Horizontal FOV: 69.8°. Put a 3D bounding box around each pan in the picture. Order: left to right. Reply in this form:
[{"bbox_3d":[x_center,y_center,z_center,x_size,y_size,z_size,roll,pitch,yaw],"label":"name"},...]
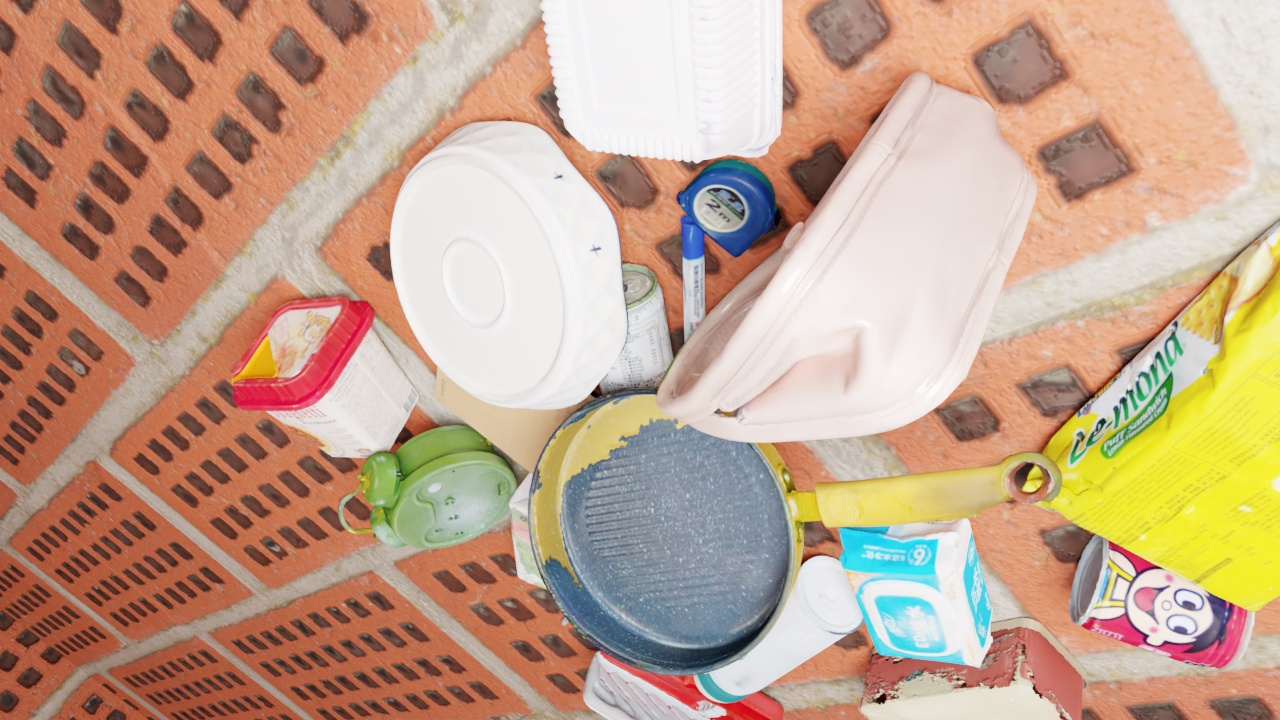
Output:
[{"bbox_3d":[0.076,0.097,0.579,0.358,0.078,0.197,-16,90,27],"label":"pan"}]

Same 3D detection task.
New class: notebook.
[{"bbox_3d":[-0.085,0.046,0.741,0.211,0.012,0.150,36,143,14],"label":"notebook"}]

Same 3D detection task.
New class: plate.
[{"bbox_3d":[-0.100,-0.057,0.630,0.205,0.045,0.205,17,118,34],"label":"plate"}]

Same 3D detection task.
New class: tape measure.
[{"bbox_3d":[0.057,-0.098,0.570,0.058,0.025,0.055,38,135,-13],"label":"tape measure"}]

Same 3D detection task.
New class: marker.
[{"bbox_3d":[0.038,-0.038,0.643,0.017,0.016,0.146,13,134,19],"label":"marker"}]

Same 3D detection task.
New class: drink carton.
[{"bbox_3d":[-0.091,0.162,0.875,0.045,0.053,0.123,17,136,15],"label":"drink carton"}]

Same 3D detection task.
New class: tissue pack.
[{"bbox_3d":[0.213,0.176,0.706,0.090,0.063,0.140,-3,127,32],"label":"tissue pack"}]

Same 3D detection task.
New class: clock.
[{"bbox_3d":[-0.191,0.118,0.831,0.056,0.161,0.116,56,154,39],"label":"clock"}]

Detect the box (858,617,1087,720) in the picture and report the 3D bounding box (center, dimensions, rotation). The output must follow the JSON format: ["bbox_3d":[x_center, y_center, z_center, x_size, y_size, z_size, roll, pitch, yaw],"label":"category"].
[{"bbox_3d":[0.269,0.280,0.760,0.091,0.077,0.169,44,135,-14],"label":"box"}]

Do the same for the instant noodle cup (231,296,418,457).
[{"bbox_3d":[-0.272,0.022,0.814,0.116,0.116,0.124,-2,139,31],"label":"instant noodle cup"}]

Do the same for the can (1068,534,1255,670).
[{"bbox_3d":[0.346,0.161,0.613,0.094,0.066,0.067,17,135,15],"label":"can"}]

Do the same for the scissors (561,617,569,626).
[{"bbox_3d":[-0.051,0.251,0.965,0.162,0.012,0.174,28,138,3],"label":"scissors"}]

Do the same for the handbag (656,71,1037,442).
[{"bbox_3d":[0.088,-0.032,0.507,0.093,0.192,0.235,42,146,-8],"label":"handbag"}]

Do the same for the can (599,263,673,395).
[{"bbox_3d":[-0.004,0.004,0.675,0.058,0.058,0.147,8,133,23],"label":"can"}]

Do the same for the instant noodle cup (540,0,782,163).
[{"bbox_3d":[0.003,-0.183,0.498,0.138,0.060,0.174,11,132,21],"label":"instant noodle cup"}]

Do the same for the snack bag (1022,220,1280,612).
[{"bbox_3d":[0.349,0.044,0.503,0.158,0.068,0.247,27,136,4],"label":"snack bag"}]

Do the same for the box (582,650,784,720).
[{"bbox_3d":[0.038,0.361,0.943,0.201,0.097,0.095,31,143,-6],"label":"box"}]

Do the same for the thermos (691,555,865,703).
[{"bbox_3d":[0.114,0.252,0.830,0.073,0.073,0.225,33,138,-1],"label":"thermos"}]

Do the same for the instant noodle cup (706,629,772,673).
[{"bbox_3d":[0.056,0.165,0.722,0.116,0.123,0.116,43,115,-12],"label":"instant noodle cup"}]
